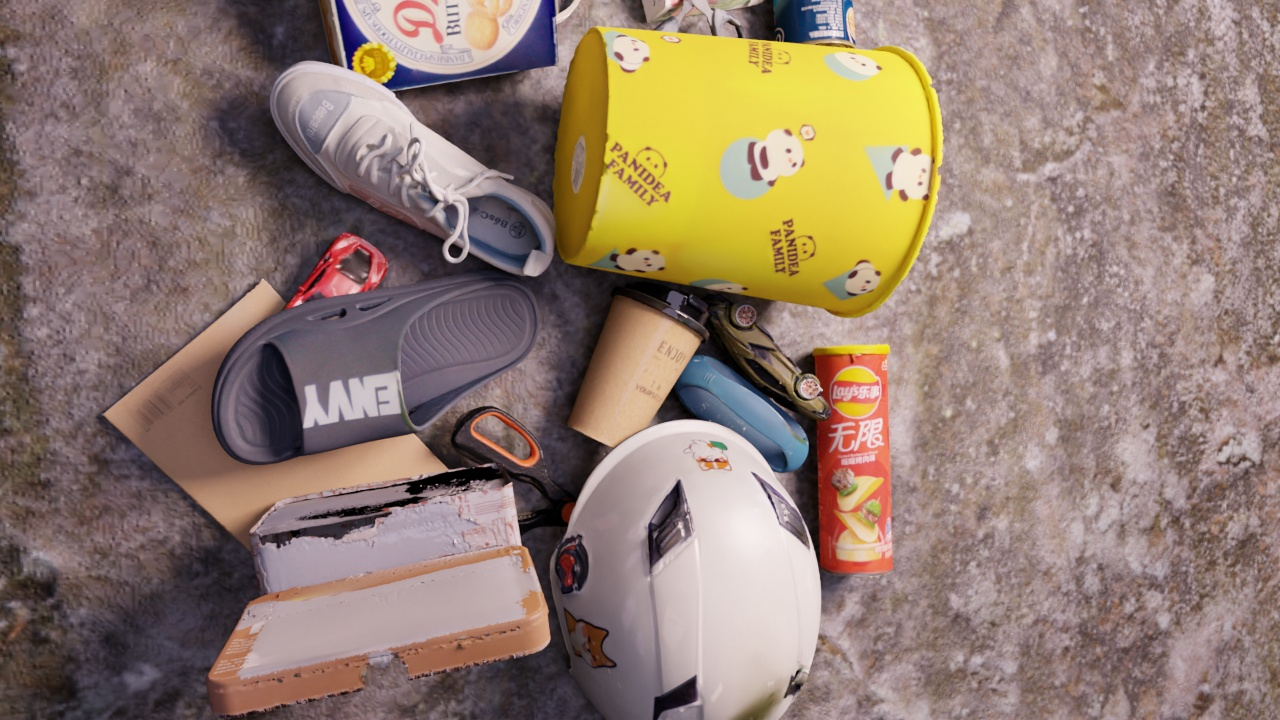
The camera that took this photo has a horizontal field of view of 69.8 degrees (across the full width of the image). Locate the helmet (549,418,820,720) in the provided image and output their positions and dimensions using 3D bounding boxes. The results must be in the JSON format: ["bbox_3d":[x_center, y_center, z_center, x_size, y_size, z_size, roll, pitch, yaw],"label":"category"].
[{"bbox_3d":[0.054,0.199,0.738,0.229,0.157,0.274,-1,106,-24],"label":"helmet"}]

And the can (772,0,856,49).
[{"bbox_3d":[0.163,-0.341,0.868,0.075,0.075,0.111,-3,89,-23],"label":"can"}]

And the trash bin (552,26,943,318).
[{"bbox_3d":[0.071,-0.158,0.752,0.255,0.230,0.229,4,87,-18],"label":"trash bin"}]

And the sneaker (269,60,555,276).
[{"bbox_3d":[-0.170,-0.135,0.700,0.242,0.090,0.090,29,109,-23],"label":"sneaker"}]

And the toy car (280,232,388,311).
[{"bbox_3d":[-0.238,-0.049,0.708,0.049,0.031,0.106,37,65,-20],"label":"toy car"}]

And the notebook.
[{"bbox_3d":[-0.272,0.065,0.708,0.149,0.012,0.211,-45,105,-17],"label":"notebook"}]

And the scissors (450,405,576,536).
[{"bbox_3d":[-0.084,0.130,0.778,0.204,0.022,0.224,-40,112,-16],"label":"scissors"}]

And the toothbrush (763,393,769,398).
[{"bbox_3d":[0.116,0.071,0.867,0.015,0.017,0.190,4,87,-22],"label":"toothbrush"}]

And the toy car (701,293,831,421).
[{"bbox_3d":[0.110,0.000,0.827,0.042,0.070,0.158,-45,92,-8],"label":"toy car"}]

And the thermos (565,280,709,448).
[{"bbox_3d":[-0.005,0.005,0.783,0.093,0.093,0.143,28,85,-20],"label":"thermos"}]

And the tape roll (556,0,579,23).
[{"bbox_3d":[-0.091,-0.334,0.795,0.085,0.014,0.086,1,88,-23],"label":"tape roll"}]

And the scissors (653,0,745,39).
[{"bbox_3d":[0.051,-0.320,0.806,0.159,0.014,0.181,12,119,-44],"label":"scissors"}]

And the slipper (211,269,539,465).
[{"bbox_3d":[-0.180,-0.001,0.686,0.267,0.083,0.111,-23,113,-32],"label":"slipper"}]

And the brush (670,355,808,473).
[{"bbox_3d":[0.092,0.048,0.819,0.144,0.073,0.055,39,78,-6],"label":"brush"}]

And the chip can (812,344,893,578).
[{"bbox_3d":[0.202,0.093,0.873,0.073,0.073,0.216,0,89,-23],"label":"chip can"}]

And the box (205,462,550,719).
[{"bbox_3d":[-0.160,0.136,0.594,0.177,0.261,0.082,-9,95,-11],"label":"box"}]

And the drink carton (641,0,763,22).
[{"bbox_3d":[0.060,-0.350,0.842,0.122,0.046,0.053,-17,94,-23],"label":"drink carton"}]

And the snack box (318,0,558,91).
[{"bbox_3d":[-0.157,-0.307,0.704,0.182,0.046,0.178,-18,127,-23],"label":"snack box"}]
